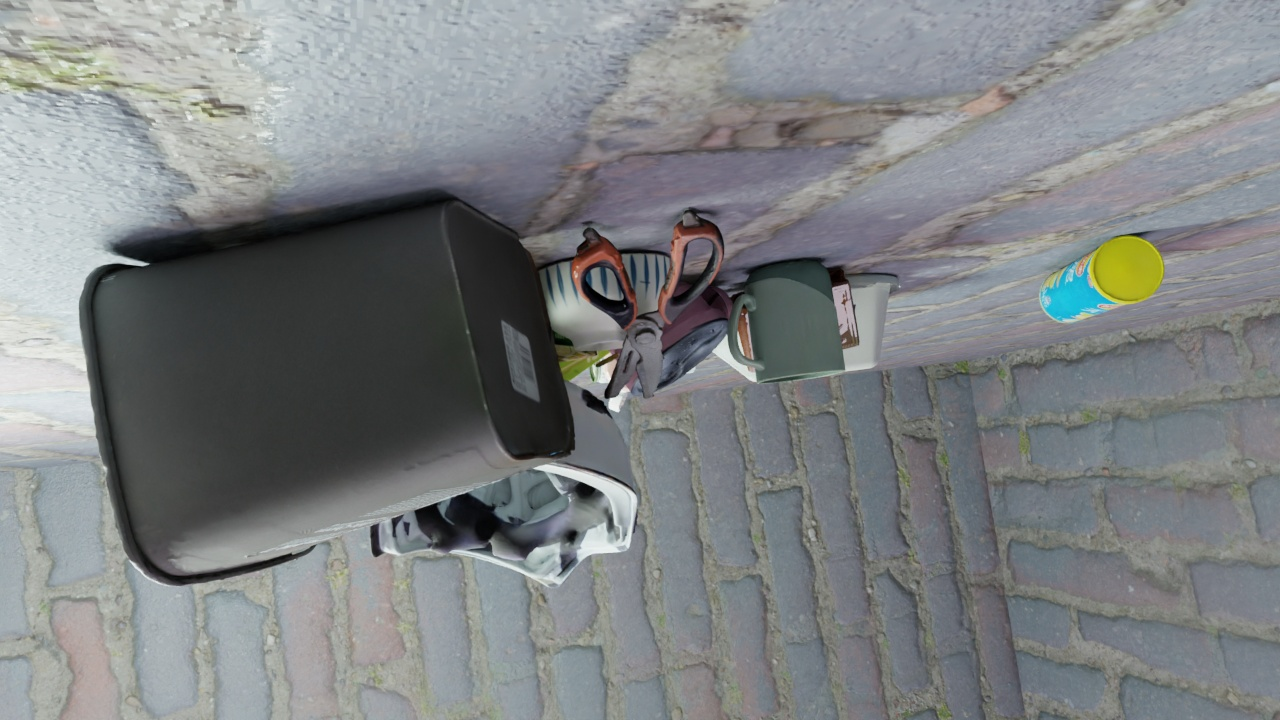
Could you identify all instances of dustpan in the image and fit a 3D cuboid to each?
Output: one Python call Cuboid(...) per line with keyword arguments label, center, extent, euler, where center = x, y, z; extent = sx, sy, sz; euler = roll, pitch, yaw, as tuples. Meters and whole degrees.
Cuboid(label="dustpan", center=(0.187, -0.069, 1.104), extent=(0.222, 0.143, 0.257), euler=(-6, -156, -13))

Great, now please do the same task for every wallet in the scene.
Cuboid(label="wallet", center=(0.162, -0.039, 0.953), extent=(0.125, 0.032, 0.101), euler=(-14, 134, 11))

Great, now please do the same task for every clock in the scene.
Cuboid(label="clock", center=(0.034, -0.025, 0.900), extent=(0.117, 0.060, 0.158), euler=(-45, 162, 28))

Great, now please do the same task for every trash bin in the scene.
Cuboid(label="trash bin", center=(-0.175, 0.015, 0.570), extent=(0.220, 0.198, 0.199), euler=(-14, 174, 11))

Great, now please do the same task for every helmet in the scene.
Cuboid(label="helmet", center=(-0.114, 0.085, 0.799), extent=(0.229, 0.145, 0.259), euler=(12, 144, -17))

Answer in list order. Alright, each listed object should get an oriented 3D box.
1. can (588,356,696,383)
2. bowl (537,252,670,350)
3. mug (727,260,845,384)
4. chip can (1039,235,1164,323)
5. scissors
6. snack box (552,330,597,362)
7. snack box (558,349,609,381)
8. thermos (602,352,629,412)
Cuboid(label="can", center=(0.003, -0.004, 1.272), extent=(0.146, 0.058, 0.058), euler=(-6, 175, -13))
Cuboid(label="bowl", center=(-0.028, -0.044, 0.752), extent=(0.116, 0.066, 0.116), euler=(-7, 175, -1))
Cuboid(label="mug", center=(0.131, -0.034, 0.861), extent=(0.111, 0.106, 0.082), euler=(-6, 175, -22))
Cuboid(label="chip can", center=(0.518, -0.087, 1.047), extent=(0.071, 0.071, 0.210), euler=(-8, 175, 8))
Cuboid(label="scissors", center=(-0.004, -0.033, 0.685), extent=(0.198, 0.015, 0.213), euler=(-31, 141, 28))
Cuboid(label="snack box", center=(-0.141, -0.028, 0.784), extent=(0.115, 0.063, 0.239), euler=(-10, 175, 25))
Cuboid(label="snack box", center=(-0.086, -0.001, 0.940), extent=(0.156, 0.026, 0.086), euler=(-35, -156, -34))
Cuboid(label="thermos", center=(-0.006, 0.006, 1.060), extent=(0.067, 0.087, 0.198), euler=(20, -172, 2))
